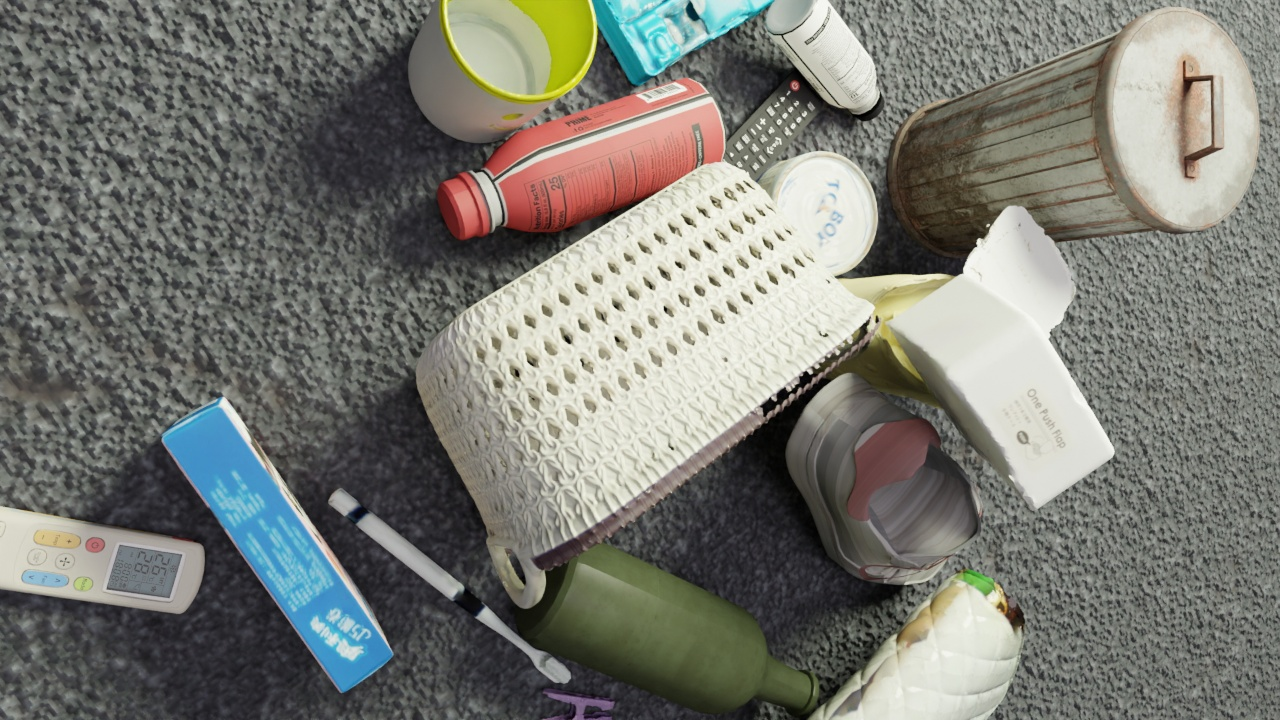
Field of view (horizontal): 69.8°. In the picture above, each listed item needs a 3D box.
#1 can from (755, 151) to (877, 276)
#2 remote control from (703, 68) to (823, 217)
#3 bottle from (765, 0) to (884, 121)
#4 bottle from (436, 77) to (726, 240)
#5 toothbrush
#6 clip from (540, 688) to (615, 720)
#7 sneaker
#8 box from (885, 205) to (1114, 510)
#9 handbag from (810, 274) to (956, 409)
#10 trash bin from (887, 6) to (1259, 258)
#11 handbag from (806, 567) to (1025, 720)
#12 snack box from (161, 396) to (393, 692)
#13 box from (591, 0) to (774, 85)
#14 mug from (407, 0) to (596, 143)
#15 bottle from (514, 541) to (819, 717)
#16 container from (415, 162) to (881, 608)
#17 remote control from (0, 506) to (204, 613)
[{"bbox_3d":[0.117,-0.098,0.632,0.086,0.043,0.086,0,91,-22],"label":"can"},{"bbox_3d":[0.074,-0.144,0.627,0.033,0.015,0.146,47,73,-17],"label":"remote control"},{"bbox_3d":[0.132,-0.204,0.626,0.116,0.041,0.041,31,77,-43],"label":"bottle"},{"bbox_3d":[-0.035,-0.117,0.554,0.176,0.062,0.062,-24,100,-22],"label":"bottle"},{"bbox_3d":[-0.110,0.137,0.547,0.187,0.017,0.012,44,60,-17],"label":"toothbrush"},{"bbox_3d":[-0.040,0.220,0.581,0.051,0.013,0.033,9,88,-26],"label":"clip"},{"bbox_3d":[0.173,0.103,0.587,0.099,0.089,0.236,-44,136,-3],"label":"sneaker"},{"bbox_3d":[0.207,-0.008,0.533,0.111,0.101,0.188,52,29,-22],"label":"box"},{"bbox_3d":[0.164,-0.017,0.612,0.111,0.119,0.081,13,91,-25],"label":"handbag"},{"bbox_3d":[0.282,-0.139,0.611,0.130,0.211,0.131,0,90,-24],"label":"trash bin"},{"bbox_3d":[0.172,0.239,0.622,0.194,0.072,0.139,-37,141,-19],"label":"handbag"},{"bbox_3d":[-0.187,0.092,0.475,0.033,0.088,0.154,-34,103,-19],"label":"snack box"},{"bbox_3d":[0.063,-0.277,0.609,0.226,0.039,0.094,-37,105,-19],"label":"box"},{"bbox_3d":[-0.081,-0.171,0.510,0.082,0.106,0.082,0,90,-24],"label":"mug"},{"bbox_3d":[0.025,0.176,0.577,0.206,0.071,0.071,29,79,-21],"label":"bottle"},{"bbox_3d":[-0.003,0.003,0.510,0.251,0.185,0.143,-35,95,-21],"label":"container"},{"bbox_3d":[-0.291,0.101,0.468,0.125,0.018,0.038,17,84,-24],"label":"remote control"}]
